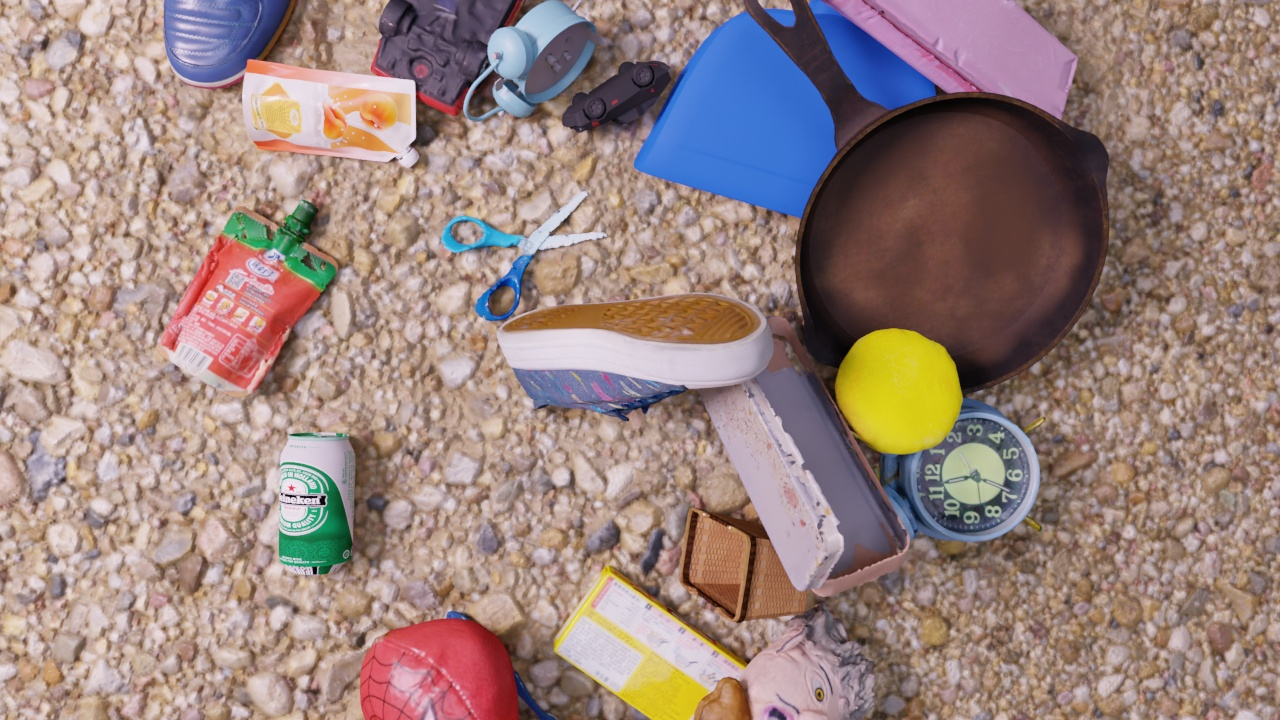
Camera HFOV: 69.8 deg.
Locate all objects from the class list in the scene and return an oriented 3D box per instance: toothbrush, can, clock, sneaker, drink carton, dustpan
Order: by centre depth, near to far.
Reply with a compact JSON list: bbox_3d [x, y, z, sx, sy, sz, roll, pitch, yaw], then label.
[{"bbox_3d":[-0.004,0.004,0.644,0.087,0.236,0.079,-33,115,-42],"label":"sneaker"},{"bbox_3d":[-0.307,-0.321,0.656,0.116,0.091,0.242,9,90,-8],"label":"sneaker"},{"bbox_3d":[-0.081,-0.217,0.681,0.123,0.087,0.042,-41,80,-15],"label":"clock"},{"bbox_3d":[-0.240,0.106,0.682,0.053,0.053,0.101,2,90,-5],"label":"can"},{"bbox_3d":[-0.228,-0.183,0.687,0.122,0.038,0.069,5,124,-4],"label":"drink carton"},{"bbox_3d":[-0.105,0.244,0.715,0.021,0.016,0.132,-42,91,-5],"label":"toothbrush"},{"bbox_3d":[0.145,-0.240,0.715,0.245,0.059,0.258,15,99,-5],"label":"dustpan"},{"bbox_3d":[0.236,0.088,0.724,0.162,0.060,0.118,-2,92,-1],"label":"clock"}]

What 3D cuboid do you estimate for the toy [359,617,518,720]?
[{"bbox_3d":[-0.118,0.279,0.665,0.148,0.098,0.216,-29,97,39],"label":"toy"}]

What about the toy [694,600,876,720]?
[{"bbox_3d":[0.113,0.255,0.682,0.175,0.076,0.132,-7,94,-35],"label":"toy"}]

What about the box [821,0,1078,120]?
[{"bbox_3d":[0.238,-0.248,0.685,0.232,0.046,0.097,27,66,-23],"label":"box"}]

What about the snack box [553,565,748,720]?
[{"bbox_3d":[0.014,0.236,0.720,0.152,0.025,0.075,36,87,-4],"label":"snack box"}]

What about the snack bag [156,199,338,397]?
[{"bbox_3d":[-0.289,-0.054,0.688,0.087,0.044,0.155,31,83,-10],"label":"snack bag"}]

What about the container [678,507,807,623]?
[{"bbox_3d":[0.079,0.153,0.688,0.061,0.114,0.063,9,89,-18],"label":"container"}]

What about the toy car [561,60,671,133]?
[{"bbox_3d":[-0.018,-0.201,0.710,0.091,0.042,0.036,-35,118,-4],"label":"toy car"}]

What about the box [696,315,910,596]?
[{"bbox_3d":[0.109,0.053,0.652,0.107,0.095,0.216,-5,52,-26],"label":"box"}]

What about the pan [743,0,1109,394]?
[{"bbox_3d":[0.187,-0.132,0.671,0.249,0.043,0.356,-37,107,13],"label":"pan"}]

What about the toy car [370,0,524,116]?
[{"bbox_3d":[-0.128,-0.282,0.690,0.081,0.056,0.189,27,90,-6],"label":"toy car"}]

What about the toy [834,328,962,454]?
[{"bbox_3d":[0.190,0.023,0.675,0.094,0.041,0.095,-39,87,-6],"label":"toy"}]

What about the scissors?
[{"bbox_3d":[-0.084,-0.079,0.719,0.133,0.015,0.103,-10,87,-9],"label":"scissors"}]
